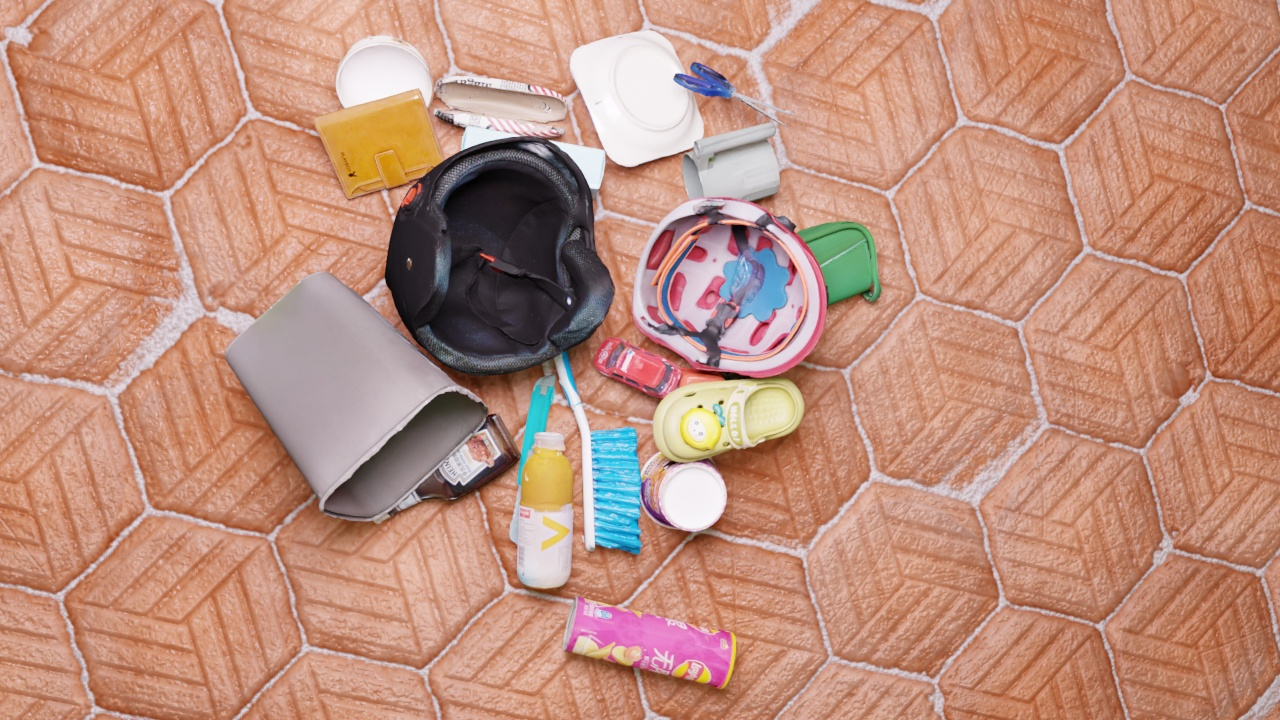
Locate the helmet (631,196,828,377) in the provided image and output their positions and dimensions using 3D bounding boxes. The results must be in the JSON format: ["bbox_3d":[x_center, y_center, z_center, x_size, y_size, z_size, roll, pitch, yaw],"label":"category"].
[{"bbox_3d":[0.125,-0.091,1.119,0.240,0.143,0.207,29,112,16],"label":"helmet"}]

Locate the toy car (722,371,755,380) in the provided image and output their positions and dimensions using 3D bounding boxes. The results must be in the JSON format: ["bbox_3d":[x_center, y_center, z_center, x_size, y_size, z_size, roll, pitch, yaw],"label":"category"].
[{"bbox_3d":[0.149,-0.007,1.197,0.048,0.032,0.105,35,97,-6],"label":"toy car"}]

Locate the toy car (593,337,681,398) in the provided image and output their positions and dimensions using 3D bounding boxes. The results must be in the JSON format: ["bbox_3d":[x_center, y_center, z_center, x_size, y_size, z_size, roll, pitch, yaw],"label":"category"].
[{"bbox_3d":[-0.007,0.007,1.145,0.121,0.045,0.053,22,83,33],"label":"toy car"}]

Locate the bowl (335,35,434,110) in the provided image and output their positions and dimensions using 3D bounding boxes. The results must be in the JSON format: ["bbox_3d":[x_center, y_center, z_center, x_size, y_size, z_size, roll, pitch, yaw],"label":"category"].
[{"bbox_3d":[-0.310,-0.344,1.110,0.113,0.062,0.114,-11,137,-11],"label":"bowl"}]

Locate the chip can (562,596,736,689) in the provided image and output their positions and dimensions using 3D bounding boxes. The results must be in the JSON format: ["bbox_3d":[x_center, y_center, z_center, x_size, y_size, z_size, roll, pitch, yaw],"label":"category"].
[{"bbox_3d":[0.011,0.356,1.159,0.210,0.071,0.071,15,88,-7],"label":"chip can"}]

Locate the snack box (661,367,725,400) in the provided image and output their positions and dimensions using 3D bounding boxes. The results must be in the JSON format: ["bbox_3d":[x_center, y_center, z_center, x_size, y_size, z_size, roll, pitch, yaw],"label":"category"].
[{"bbox_3d":[0.070,0.056,1.162,0.082,0.080,0.091,5,90,-7],"label":"snack box"}]

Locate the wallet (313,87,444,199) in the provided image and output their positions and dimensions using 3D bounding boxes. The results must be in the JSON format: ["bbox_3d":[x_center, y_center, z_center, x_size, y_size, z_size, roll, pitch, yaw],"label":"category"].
[{"bbox_3d":[-0.312,-0.258,1.120,0.130,0.035,0.119,-17,121,-2],"label":"wallet"}]

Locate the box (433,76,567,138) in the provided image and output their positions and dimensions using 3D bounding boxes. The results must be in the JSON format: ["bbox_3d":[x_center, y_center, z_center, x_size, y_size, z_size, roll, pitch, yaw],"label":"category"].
[{"bbox_3d":[-0.171,-0.321,1.138,0.163,0.075,0.081,5,100,-6],"label":"box"}]

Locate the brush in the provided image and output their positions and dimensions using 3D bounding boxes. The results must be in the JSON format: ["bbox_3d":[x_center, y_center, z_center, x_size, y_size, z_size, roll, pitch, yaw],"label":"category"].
[{"bbox_3d":[-0.057,0.090,1.162,0.109,0.060,0.314,-2,88,-4],"label":"brush"}]

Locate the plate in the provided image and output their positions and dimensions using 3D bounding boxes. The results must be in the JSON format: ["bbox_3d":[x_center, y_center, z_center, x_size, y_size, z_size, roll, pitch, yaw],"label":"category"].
[{"bbox_3d":[0.005,-0.334,1.146,0.163,0.034,0.164,-25,94,-30],"label":"plate"}]

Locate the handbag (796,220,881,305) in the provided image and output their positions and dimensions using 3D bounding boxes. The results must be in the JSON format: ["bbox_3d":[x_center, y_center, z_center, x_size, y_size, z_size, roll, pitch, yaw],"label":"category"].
[{"bbox_3d":[0.239,-0.115,1.194,0.131,0.068,0.120,-20,100,-8],"label":"handbag"}]

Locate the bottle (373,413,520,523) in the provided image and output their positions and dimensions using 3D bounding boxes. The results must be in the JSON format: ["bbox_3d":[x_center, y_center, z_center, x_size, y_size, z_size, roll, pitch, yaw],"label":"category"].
[{"bbox_3d":[-0.248,0.140,1.140,0.195,0.044,0.080,-29,90,-5],"label":"bottle"}]

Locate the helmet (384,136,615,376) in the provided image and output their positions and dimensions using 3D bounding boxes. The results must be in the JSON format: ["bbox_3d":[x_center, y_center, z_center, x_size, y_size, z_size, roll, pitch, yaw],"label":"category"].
[{"bbox_3d":[-0.172,-0.122,1.050,0.233,0.230,0.275,12,97,-37],"label":"helmet"}]

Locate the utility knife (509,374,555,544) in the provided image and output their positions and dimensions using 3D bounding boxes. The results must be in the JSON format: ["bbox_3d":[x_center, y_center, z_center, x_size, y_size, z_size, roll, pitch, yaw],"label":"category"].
[{"bbox_3d":[-0.139,0.125,1.168,0.029,0.013,0.221,10,90,-7],"label":"utility knife"}]

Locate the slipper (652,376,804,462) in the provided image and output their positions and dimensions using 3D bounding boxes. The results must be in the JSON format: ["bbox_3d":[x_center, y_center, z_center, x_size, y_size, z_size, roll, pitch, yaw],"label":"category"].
[{"bbox_3d":[0.110,0.065,1.086,0.190,0.082,0.091,-12,89,-10],"label":"slipper"}]

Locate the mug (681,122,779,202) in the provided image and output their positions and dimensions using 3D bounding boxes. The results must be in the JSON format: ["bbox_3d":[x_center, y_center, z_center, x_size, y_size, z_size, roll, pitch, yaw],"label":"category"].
[{"bbox_3d":[0.115,-0.243,1.147,0.103,0.124,0.083,-17,66,-9],"label":"mug"}]

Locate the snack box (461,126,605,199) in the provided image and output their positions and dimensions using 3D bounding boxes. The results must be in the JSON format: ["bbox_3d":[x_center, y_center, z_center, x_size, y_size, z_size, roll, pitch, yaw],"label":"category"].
[{"bbox_3d":[-0.133,-0.243,1.137,0.175,0.074,0.051,9,90,-7],"label":"snack box"}]

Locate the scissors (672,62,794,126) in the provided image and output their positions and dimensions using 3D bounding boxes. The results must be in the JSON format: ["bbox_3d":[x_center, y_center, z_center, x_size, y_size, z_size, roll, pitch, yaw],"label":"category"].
[{"bbox_3d":[0.112,-0.335,1.145,0.175,0.162,0.012,3,126,-32],"label":"scissors"}]

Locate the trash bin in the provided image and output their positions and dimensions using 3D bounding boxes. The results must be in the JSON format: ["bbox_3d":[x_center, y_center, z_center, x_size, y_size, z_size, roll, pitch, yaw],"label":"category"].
[{"bbox_3d":[-0.324,0.036,1.045,0.198,0.199,0.220,-42,77,-6],"label":"trash bin"}]

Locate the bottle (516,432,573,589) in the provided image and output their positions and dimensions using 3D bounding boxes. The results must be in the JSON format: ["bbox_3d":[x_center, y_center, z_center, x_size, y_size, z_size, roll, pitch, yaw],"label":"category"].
[{"bbox_3d":[-0.117,0.185,1.139,0.068,0.068,0.189,2,93,-7],"label":"bottle"}]

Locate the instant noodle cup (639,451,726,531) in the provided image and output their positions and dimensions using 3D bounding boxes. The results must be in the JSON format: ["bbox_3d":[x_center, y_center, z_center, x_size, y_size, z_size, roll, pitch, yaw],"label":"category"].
[{"bbox_3d":[0.057,0.164,1.152,0.111,0.099,0.111,0,89,-6],"label":"instant noodle cup"}]
